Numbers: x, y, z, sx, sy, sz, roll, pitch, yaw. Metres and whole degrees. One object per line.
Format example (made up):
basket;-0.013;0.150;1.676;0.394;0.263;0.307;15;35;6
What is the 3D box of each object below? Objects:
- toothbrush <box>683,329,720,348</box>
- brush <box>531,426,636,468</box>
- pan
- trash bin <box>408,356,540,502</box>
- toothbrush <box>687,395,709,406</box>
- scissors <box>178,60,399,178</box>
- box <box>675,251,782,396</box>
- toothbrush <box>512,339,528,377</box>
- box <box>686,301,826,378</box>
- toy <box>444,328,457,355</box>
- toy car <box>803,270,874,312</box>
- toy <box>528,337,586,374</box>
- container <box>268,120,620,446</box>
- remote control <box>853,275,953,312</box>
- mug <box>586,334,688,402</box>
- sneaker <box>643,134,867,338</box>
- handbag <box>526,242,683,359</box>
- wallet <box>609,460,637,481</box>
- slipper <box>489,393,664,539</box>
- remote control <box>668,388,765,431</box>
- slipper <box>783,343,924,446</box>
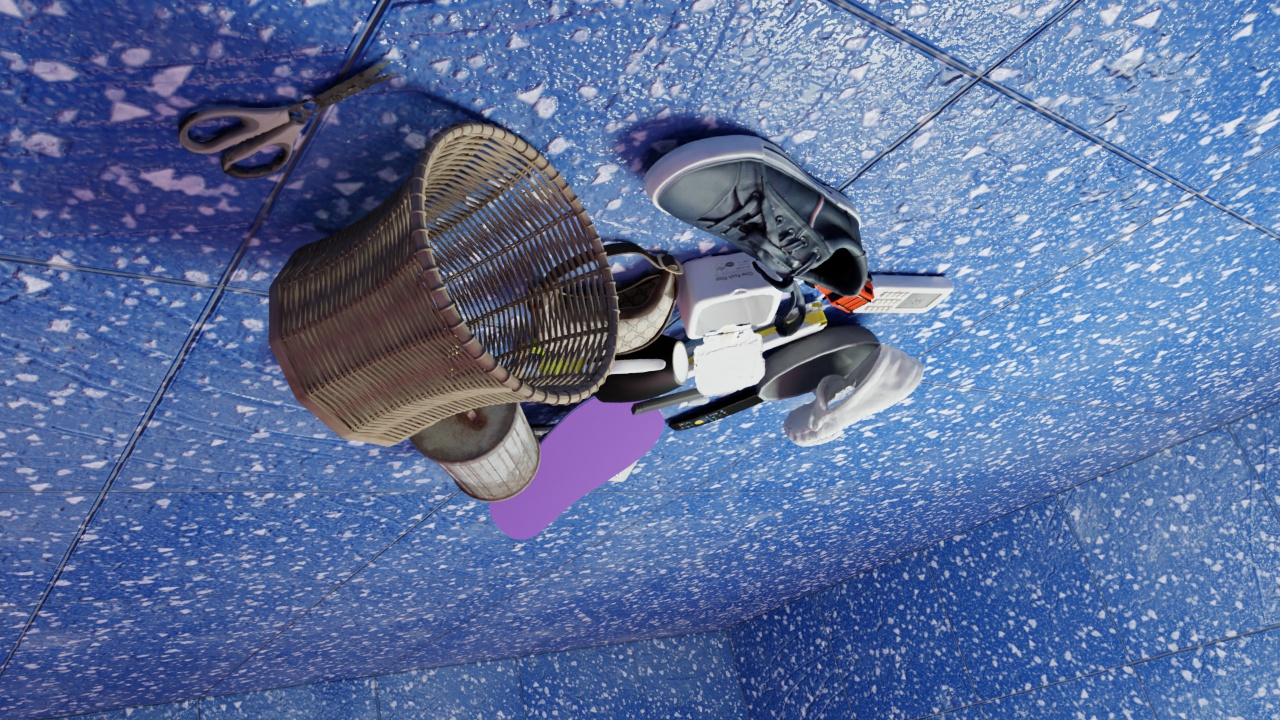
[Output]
toothbrush;0.089;-0.030;1.152;0.155;0.016;0.022;-28;-163;27
brush;-0.131;0.134;1.330;0.270;0.056;0.083;1;152;-31
pan;0.154;0.019;1.223;0.356;0.041;0.179;-14;160;-17
trash bin;-0.197;0.086;1.106;0.131;0.130;0.211;-14;157;-2
toothbrush;0.020;0.064;1.317;0.166;0.014;0.016;-8;155;-14
scissors;-0.251;-0.177;0.645;0.131;0.012;0.170;6;152;-42
box;0.098;-0.048;1.048;0.110;0.083;0.191;-10;139;-6
toothbrush;-0.150;0.019;1.124;0.016;0.016;0.167;-6;155;-15
box;0.132;-0.021;1.150;0.209;0.033;0.064;-20;169;2
toy;-0.266;0.002;0.962;0.171;0.064;0.155;-26;135;16
toy car;0.233;-0.089;1.065;0.051;0.048;0.100;-31;151;31
toy;-0.092;-0.012;1.067;0.094;0.036;0.093;-36;143;27
container;-0.162;-0.047;0.745;0.197;0.226;0.226;-21;156;30
remote control;0.327;-0.083;1.159;0.138;0.025;0.060;-1;153;-27
mug;-0.006;0.006;1.049;0.100;0.085;0.118;-4;180;23
sneaker;0.123;-0.112;0.867;0.294;0.127;0.121;14;142;-43
handbag;-0.033;-0.066;0.962;0.166;0.063;0.139;-5;144;-22
wallet;-0.062;0.160;1.464;0.116;0.032;0.086;6;138;-34
slipper;-0.092;0.129;1.257;0.266;0.107;0.084;-41;-169;4
remote control;0.115;0.077;1.393;0.152;0.020;0.041;-22;155;19
slipper;0.276;0.051;1.253;0.112;0.074;0.248;-44;-179;-37
